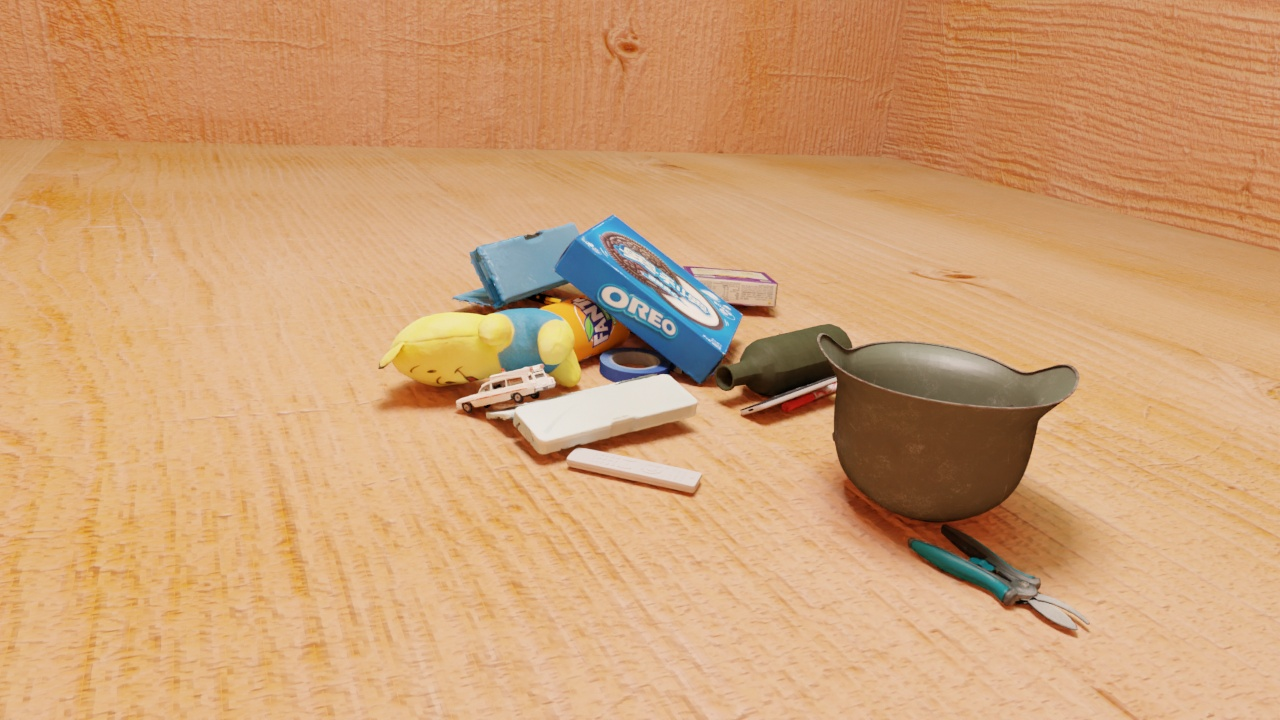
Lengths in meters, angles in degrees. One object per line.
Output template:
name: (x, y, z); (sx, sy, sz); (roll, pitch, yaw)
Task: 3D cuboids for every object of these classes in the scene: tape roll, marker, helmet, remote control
tape roll: (-0.007, 0.007, 1.161); (0.091, 0.016, 0.092); (21, 25, 37)
marker: (0.218, 0.041, 1.125); (0.013, 0.013, 0.141); (22, 26, 38)
helmet: (0.274, 0.063, 0.869); (0.227, 0.154, 0.267); (8, 21, 12)
remote control: (0.182, 0.039, 1.083); (0.146, 0.008, 0.045); (-16, -4, -36)
remote control: (-0.007, 0.107, 0.892); (0.131, 0.012, 0.033); (10, 18, 15)

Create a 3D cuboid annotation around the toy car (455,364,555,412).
toy car: (-0.148, 0.029, 0.986); (0.113, 0.039, 0.039); (-11, 2, 32)

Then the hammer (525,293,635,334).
hammer: (-0.099, -0.078, 1.357); (0.321, 0.036, 0.123); (16, 24, 35)

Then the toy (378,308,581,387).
toy: (-0.177, -0.015, 1.039); (0.214, 0.084, 0.149); (-3, -18, -2)

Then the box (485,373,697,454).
box: (-0.052, 0.048, 0.990); (0.196, 0.049, 0.136); (-11, 17, -32)

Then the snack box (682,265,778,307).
snack box: (0.140, -0.122, 1.488); (0.143, 0.040, 0.148); (4, 12, -1)

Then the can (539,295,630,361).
can: (-0.081, -0.040, 1.183); (0.079, 0.079, 0.142); (18, 24, 32)

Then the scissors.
scissors: (0.289, 0.176, 0.762); (0.153, 0.019, 0.127); (9, 22, 8)

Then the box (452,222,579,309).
box: (-0.181, -0.134, 1.389); (0.102, 0.094, 0.230); (-22, 4, 36)

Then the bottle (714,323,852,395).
bottle: (0.175, 0.003, 1.133); (0.206, 0.071, 0.071); (-13, 26, -39)

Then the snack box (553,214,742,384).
snack box: (0.019, -0.087, 1.209); (0.239, 0.056, 0.195); (37, 22, -1)
